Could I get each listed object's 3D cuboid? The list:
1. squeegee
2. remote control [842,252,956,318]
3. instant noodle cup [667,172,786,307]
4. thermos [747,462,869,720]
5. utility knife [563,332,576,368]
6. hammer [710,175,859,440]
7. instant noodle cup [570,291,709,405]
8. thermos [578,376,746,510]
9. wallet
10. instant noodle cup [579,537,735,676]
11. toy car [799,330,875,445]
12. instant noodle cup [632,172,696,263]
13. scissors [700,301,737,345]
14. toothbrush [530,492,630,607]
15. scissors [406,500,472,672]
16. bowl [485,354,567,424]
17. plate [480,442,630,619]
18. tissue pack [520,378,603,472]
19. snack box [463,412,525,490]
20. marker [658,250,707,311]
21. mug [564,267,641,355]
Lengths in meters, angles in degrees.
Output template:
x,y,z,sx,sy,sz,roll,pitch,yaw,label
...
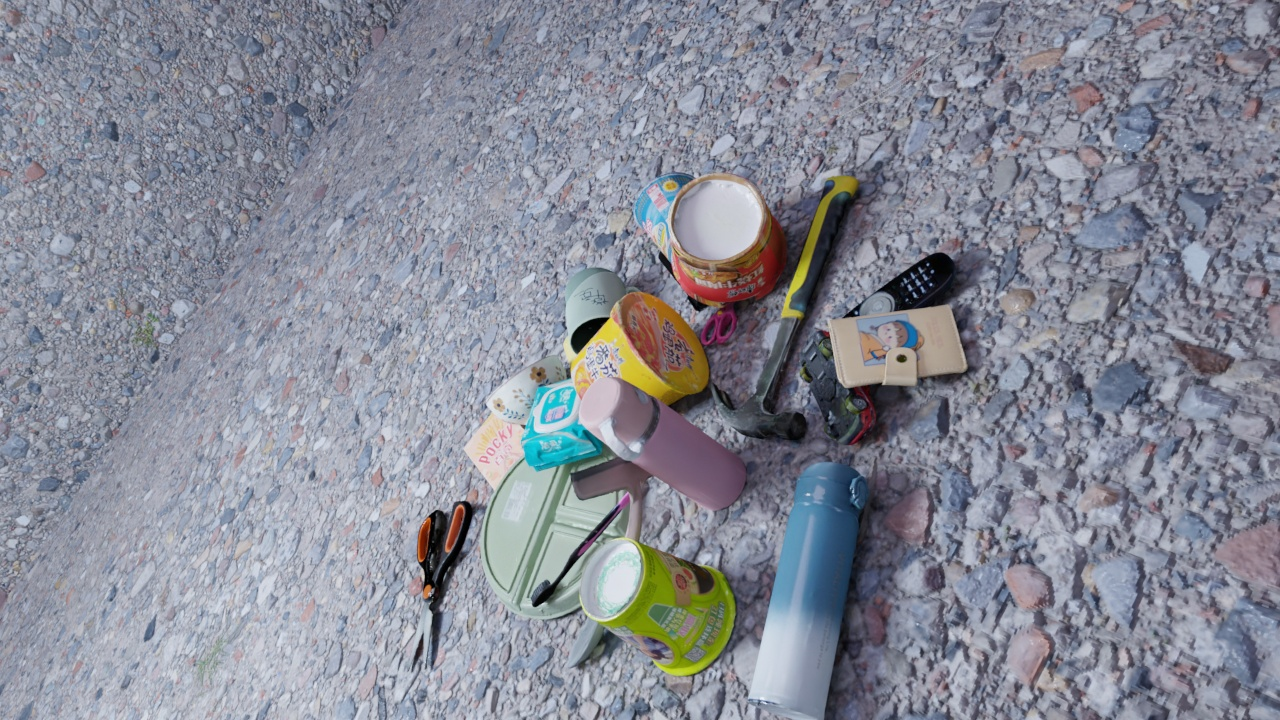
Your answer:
x,y,z,sx,sy,sz,roll,pitch,yaw,label
-0.029,0.214,0.943,0.040,0.247,0.250,22,103,22,squeegee
0.255,-0.055,0.914,0.137,0.024,0.053,-38,42,23,remote control
0.093,-0.142,1.039,0.138,0.108,0.137,-4,73,12,instant noodle cup
0.149,0.196,0.797,0.070,0.070,0.220,-6,57,44,thermos
-0.083,0.002,1.235,0.031,0.018,0.166,-40,40,10,utility knife
0.169,-0.064,1.007,0.126,0.032,0.322,3,64,47,hammer
-0.006,0.006,1.063,0.110,0.138,0.137,-38,39,31,instant noodle cup
0.025,0.089,0.903,0.067,0.198,0.087,-37,42,19,thermos
0.240,-0.011,0.861,0.115,0.024,0.087,-6,49,7,wallet
0.010,0.227,0.871,0.112,0.123,0.111,-27,44,30,instant noodle cup
0.194,0.025,0.891,0.053,0.045,0.120,119,147,-45,toy car
0.054,-0.170,1.168,0.099,0.099,0.109,-40,46,17,instant noodle cup
0.108,-0.075,1.097,0.057,0.017,0.133,-10,51,49,scissors
-0.058,0.198,1.009,0.189,0.014,0.018,-49,35,2,toothbrush
-0.277,0.293,1.216,0.190,0.021,0.229,13,77,55,scissors
-0.139,0.049,1.204,0.114,0.113,0.062,-39,81,18,bowl
-0.102,0.187,1.080,0.231,0.027,0.229,-20,52,27,plate
-0.087,0.068,1.097,0.093,0.050,0.133,-16,33,18,tissue pack
-0.179,0.126,1.231,0.084,0.026,0.157,-52,38,-1,snack box
0.054,-0.104,1.172,0.132,0.020,0.022,59,137,50,marker
-0.042,-0.067,1.203,0.112,0.082,0.106,-12,45,2,mug
